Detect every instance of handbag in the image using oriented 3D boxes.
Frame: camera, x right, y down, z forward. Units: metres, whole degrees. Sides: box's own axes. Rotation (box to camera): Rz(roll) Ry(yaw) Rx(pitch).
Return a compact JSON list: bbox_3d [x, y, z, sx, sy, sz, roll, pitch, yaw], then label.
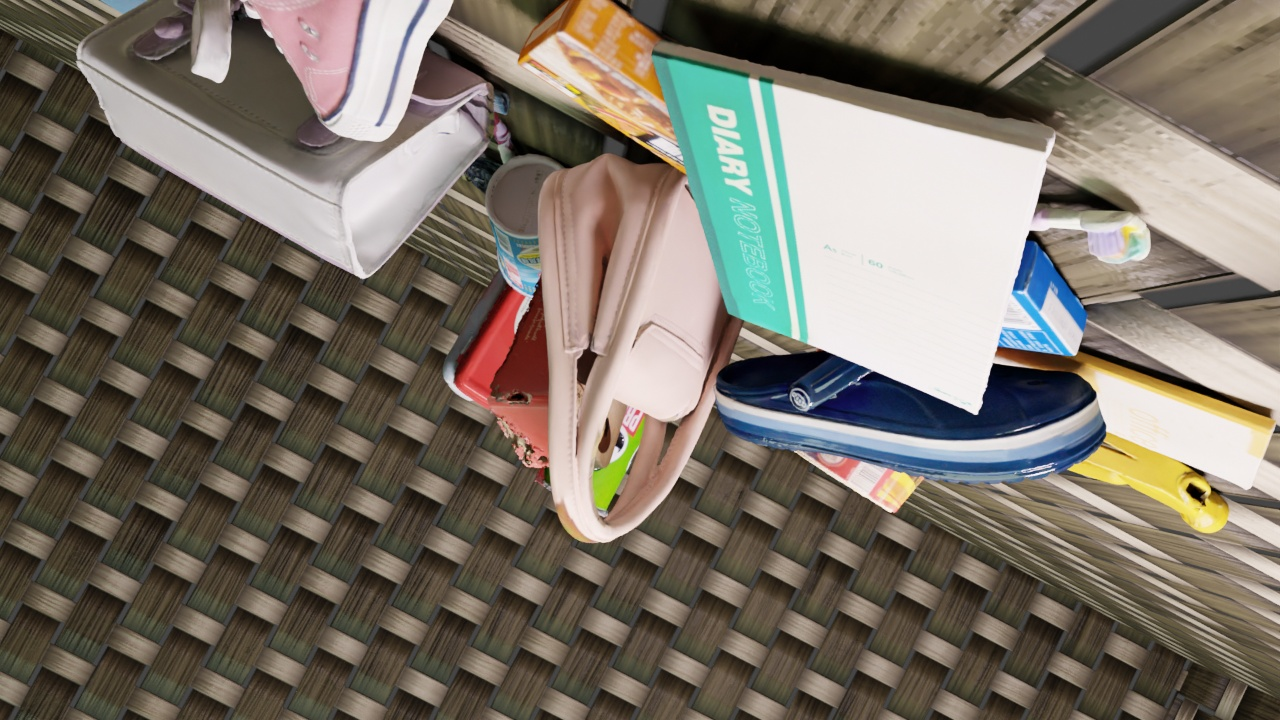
[{"bbox_3d":[-0.209,-0.160,0.562,0.197,0.144,0.099,29,146,10],"label":"handbag"},{"bbox_3d":[-0.004,0.004,0.598,0.093,0.234,0.193,7,170,24],"label":"handbag"}]

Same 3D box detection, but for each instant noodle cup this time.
[{"bbox_3d":[0.175,0.041,0.700,0.138,0.108,0.138,33,-178,-1],"label":"instant noodle cup"},{"bbox_3d":[-0.082,-0.112,0.748,0.099,0.099,0.110,27,169,10],"label":"instant noodle cup"}]

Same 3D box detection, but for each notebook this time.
[{"bbox_3d":[0.091,-0.050,0.413,0.150,0.012,0.209,23,161,24],"label":"notebook"},{"bbox_3d":[0.267,0.017,0.564,0.206,0.010,0.146,26,176,34],"label":"notebook"}]

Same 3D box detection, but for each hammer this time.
[{"bbox_3d":[0.298,0.058,0.739,0.128,0.033,0.301,31,175,-33],"label":"hammer"}]

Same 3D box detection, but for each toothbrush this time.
[{"bbox_3d":[0.128,-0.063,0.405,0.029,0.020,0.190,27,178,-32],"label":"toothbrush"},{"bbox_3d":[-0.098,-0.166,0.678,0.017,0.016,0.187,18,176,-1],"label":"toothbrush"}]

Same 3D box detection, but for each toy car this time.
[{"bbox_3d":[-0.122,-0.157,0.832,0.049,0.031,0.105,27,175,22],"label":"toy car"}]

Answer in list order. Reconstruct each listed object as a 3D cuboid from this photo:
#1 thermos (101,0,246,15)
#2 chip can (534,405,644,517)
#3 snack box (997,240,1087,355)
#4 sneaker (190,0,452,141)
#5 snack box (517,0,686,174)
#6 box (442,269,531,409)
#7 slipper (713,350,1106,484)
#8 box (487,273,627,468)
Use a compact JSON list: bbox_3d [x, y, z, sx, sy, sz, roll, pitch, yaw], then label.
[{"bbox_3d":[-0.354,-0.273,0.660,0.220,0.070,0.070,30,176,-30],"label":"thermos"},{"bbox_3d":[-0.009,0.017,0.816,0.072,0.236,0.072,27,176,2],"label":"chip can"},{"bbox_3d":[0.134,-0.038,0.469,0.157,0.026,0.084,12,169,43],"label":"snack box"},{"bbox_3d":[-0.131,-0.156,0.379,0.087,0.118,0.241,10,177,-22],"label":"sneaker"},{"bbox_3d":[0.020,-0.115,0.435,0.153,0.026,0.075,29,176,-22],"label":"snack box"},{"bbox_3d":[-0.103,-0.047,0.852,0.095,0.201,0.100,31,169,-10],"label":"box"},{"bbox_3d":[0.154,0.010,0.568,0.253,0.095,0.104,3,-158,44],"label":"slipper"},{"bbox_3d":[-0.051,-0.007,0.672,0.078,0.167,0.091,-1,137,22],"label":"box"}]
